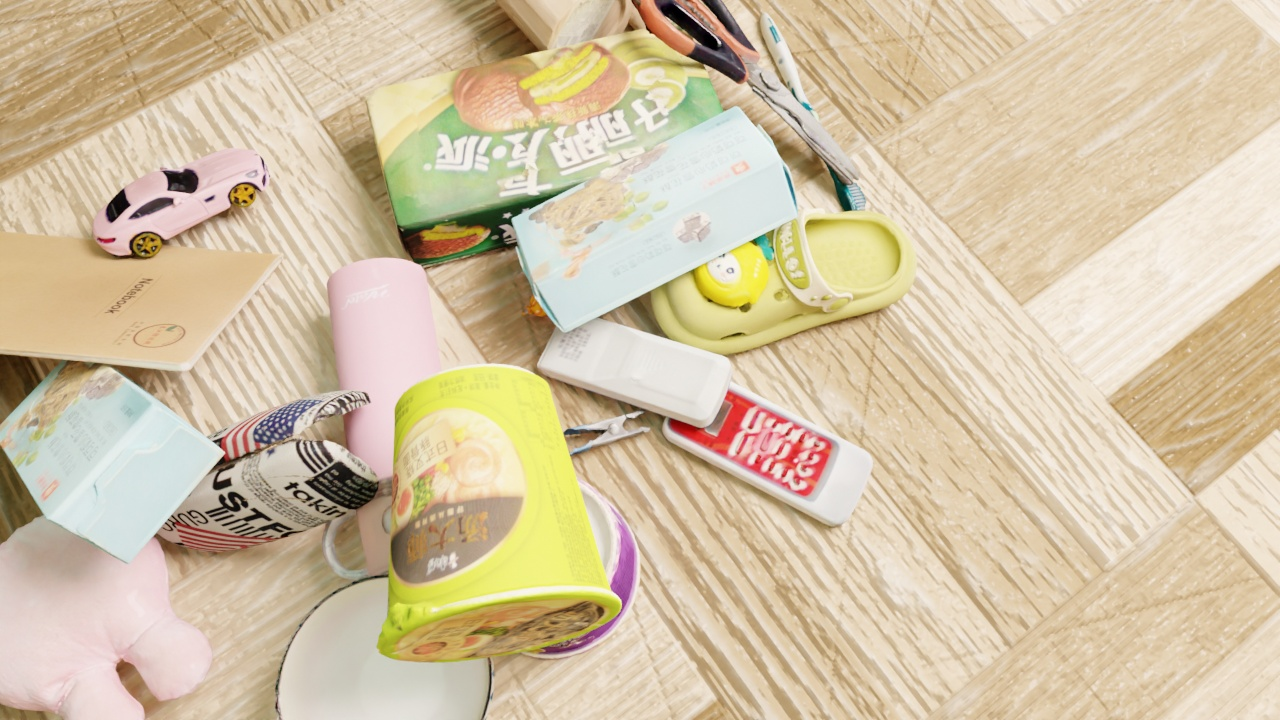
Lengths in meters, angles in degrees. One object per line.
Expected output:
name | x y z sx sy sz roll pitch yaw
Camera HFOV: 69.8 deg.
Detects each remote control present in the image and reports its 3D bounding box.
remote control | 0.083 0.056 0.603 0.136 0.020 0.055 28 71 8
remote control | -0.004 0.004 0.607 0.125 0.024 0.049 17 69 20

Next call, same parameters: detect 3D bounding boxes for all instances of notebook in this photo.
notebook | -0.359 -0.043 0.588 0.207 0.008 0.147 5 32 1

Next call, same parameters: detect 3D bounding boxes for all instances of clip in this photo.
clip | -0.022 0.046 0.602 0.058 0.026 0.038 -13 80 -13

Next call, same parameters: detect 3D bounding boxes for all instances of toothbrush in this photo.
toothbrush | 0.129 -0.189 0.696 0.018 0.016 0.191 -14 71 -17

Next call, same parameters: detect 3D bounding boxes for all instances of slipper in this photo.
slipper | 0.100 -0.067 0.618 0.190 0.082 0.091 -12 68 -9

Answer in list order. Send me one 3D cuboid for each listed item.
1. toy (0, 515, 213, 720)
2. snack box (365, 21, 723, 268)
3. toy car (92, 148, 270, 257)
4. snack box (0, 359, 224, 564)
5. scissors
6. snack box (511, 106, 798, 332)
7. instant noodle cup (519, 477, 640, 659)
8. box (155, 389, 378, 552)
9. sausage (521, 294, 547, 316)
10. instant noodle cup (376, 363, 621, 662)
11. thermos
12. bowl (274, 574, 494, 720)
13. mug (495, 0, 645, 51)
toy | -0.325 0.158 0.535 0.159 0.054 0.121 40 75 18
snack box | -0.063 -0.154 0.651 0.240 0.063 0.114 -15 70 -8
toy car | -0.319 -0.114 0.636 0.122 0.037 0.056 -31 50 -13
snack box | -0.312 0.047 0.531 0.175 0.051 0.074 16 63 46
scissors | 0.072 -0.199 0.645 0.185 0.015 0.208 -3 65 -38
snack box | 0.007 -0.092 0.593 0.175 0.052 0.074 -27 44 3
instant noodle cup | -0.055 0.116 0.537 0.111 0.099 0.111 0 71 0
box | -0.227 0.056 0.547 0.163 0.076 0.087 -20 50 27
sausage | -0.011 -0.072 0.646 0.165 0.021 0.021 -31 74 -12
instant noodle cup | -0.076 0.072 0.449 0.111 0.112 0.123 -11 63 -6
thermos | -0.164 0.039 0.580 0.087 0.067 0.198 -12 72 1
bowl | -0.140 0.185 0.526 0.116 0.066 0.116 1 71 -2
mug | -0.054 -0.284 0.688 0.103 0.084 0.124 52 38 13
